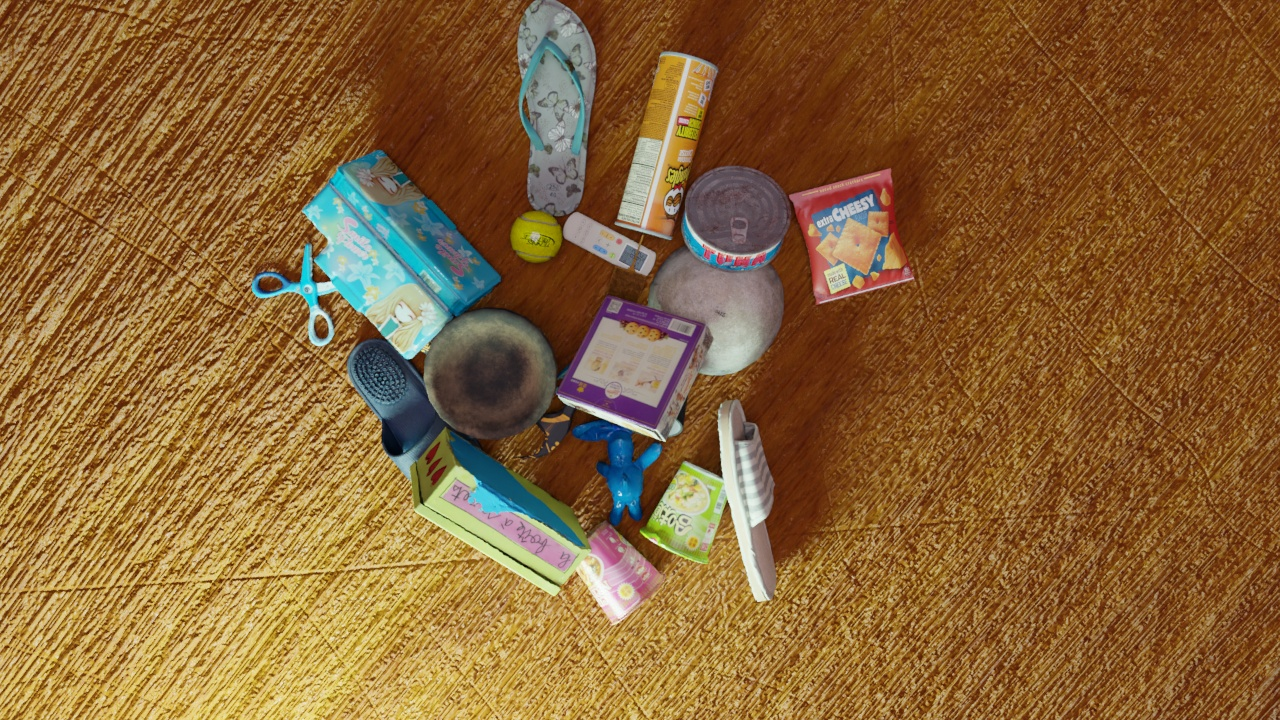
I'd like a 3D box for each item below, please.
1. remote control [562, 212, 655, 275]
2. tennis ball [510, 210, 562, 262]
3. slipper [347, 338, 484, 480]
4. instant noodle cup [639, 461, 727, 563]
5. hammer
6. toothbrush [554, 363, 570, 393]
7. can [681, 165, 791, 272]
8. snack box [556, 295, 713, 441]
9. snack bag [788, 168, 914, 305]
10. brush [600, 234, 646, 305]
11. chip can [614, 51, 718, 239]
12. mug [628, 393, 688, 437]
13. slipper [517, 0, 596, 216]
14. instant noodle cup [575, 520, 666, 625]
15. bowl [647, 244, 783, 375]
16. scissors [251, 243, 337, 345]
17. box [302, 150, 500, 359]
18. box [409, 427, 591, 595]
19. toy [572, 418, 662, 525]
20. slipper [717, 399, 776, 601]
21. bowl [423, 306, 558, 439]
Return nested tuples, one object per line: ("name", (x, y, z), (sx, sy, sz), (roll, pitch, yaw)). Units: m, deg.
("remote control", (-0.040, -0.149, 1.185), (0.125, 0.018, 0.038), (27, 97, -3))
("tennis ball", (-0.132, -0.157, 1.161), (0.065, 0.065, 0.065), (0, 97, 1))
("slipper", (-0.290, 0.087, 1.187), (0.101, 0.082, 0.263), (-33, 95, 2))
("instant noodle cup", (0.066, 0.194, 1.193), (0.099, 0.099, 0.108), (25, 88, -2))
("hammer", (-0.231, 0.011, 1.192), (0.320, 0.036, 0.123), (34, 94, -1))
("toothbrush", (-0.113, 0.035, 1.212), (0.135, 0.017, 0.022), (-40, 94, 3))
("can", (0.117, -0.175, 1.134), (0.130, 0.044, 0.129), (1, 65, -3))
("snack box", (-0.007, 0.006, 1.112), (0.143, 0.040, 0.147), (19, 73, 26))
("snack bag", (0.269, -0.157, 1.168), (0.131, 0.039, 0.144), (-14, 97, 3))
("brush", (-0.019, -0.096, 1.179), (0.048, 0.017, 0.126), (19, 109, -2))
("chip can", (0.032, -0.264, 1.140), (0.075, 0.075, 0.215), (15, 97, -1))
("mug", (0.004, 0.041, 1.166), (0.114, 0.078, 0.087), (0, 61, 19))
("slipper", (-0.102, -0.317, 1.148), (0.098, 0.054, 0.269), (-2, 99, -1))
("instant noodle cup", (-0.037, 0.273, 1.205), (0.098, 0.097, 0.108), (-41, 88, 5))
("bowl", (0.096, -0.066, 1.163), (0.178, 0.081, 0.178), (0, 96, 2))
("scissors", (-0.444, -0.087, 1.202), (0.139, 0.011, 0.134), (3, 100, 2))
("box", (-0.303, -0.138, 1.138), (0.227, 0.086, 0.169), (47, 70, -5))
("box", (-0.177, 0.187, 1.145), (0.221, 0.124, 0.083), (36, 95, -27))
("toy", (-0.030, 0.134, 1.198), (0.112, 0.071, 0.176), (-5, 97, -10))
("slipper", (0.147, 0.180, 1.178), (0.054, 0.114, 0.273), (-9, 105, 14))
("bowl", (-0.182, 0.013, 1.139), (0.162, 0.070, 0.162), (0, 96, -1))
